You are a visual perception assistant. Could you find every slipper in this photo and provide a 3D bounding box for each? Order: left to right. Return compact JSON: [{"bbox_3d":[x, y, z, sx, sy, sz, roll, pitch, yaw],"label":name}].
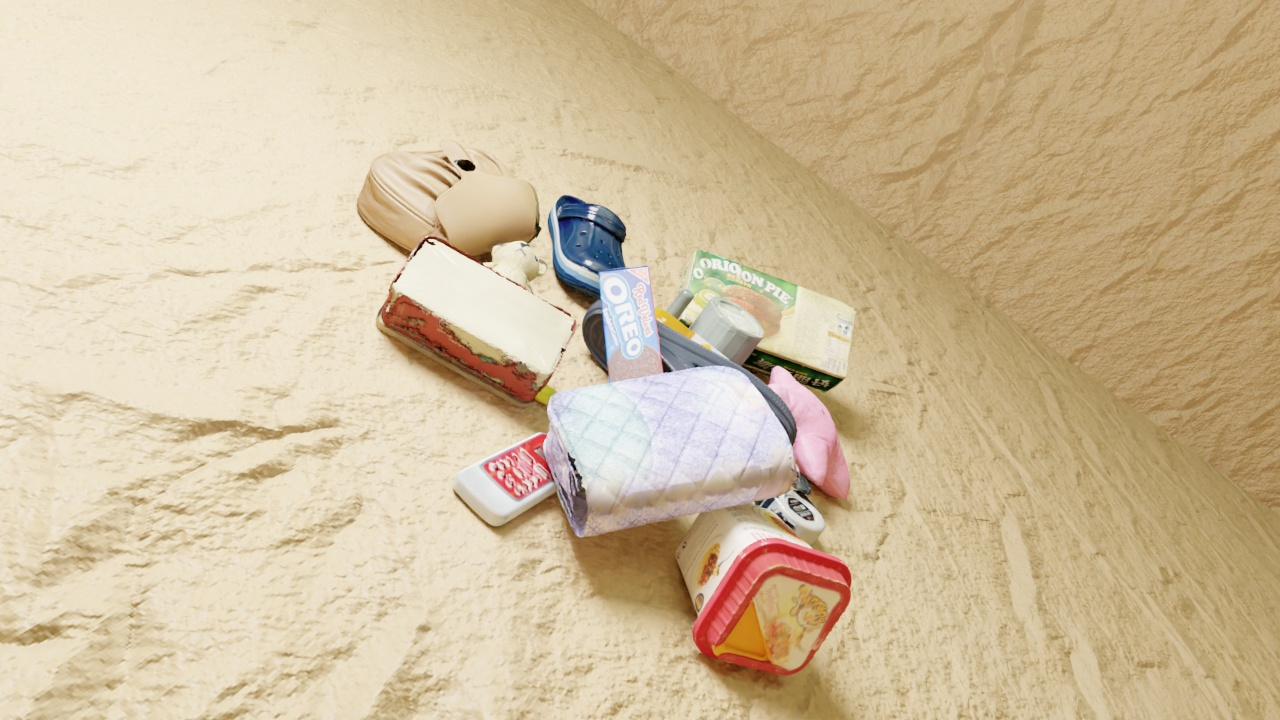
[{"bbox_3d":[-0.060,-0.162,1.213,0.105,0.095,0.252,21,25,-24],"label":"slipper"},{"bbox_3d":[0.037,0.038,0.989,0.268,0.111,0.083,34,49,7],"label":"slipper"}]

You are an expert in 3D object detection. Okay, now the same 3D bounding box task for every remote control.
[{"bbox_3d":[-0.101,0.097,0.777,0.056,0.020,0.135,42,25,13],"label":"remote control"}]

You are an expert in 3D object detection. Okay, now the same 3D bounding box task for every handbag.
[{"bbox_3d":[-0.210,-0.184,1.044,0.148,0.100,0.204,43,34,15],"label":"handbag"},{"bbox_3d":[0.021,0.076,0.782,0.193,0.076,0.134,-9,39,-19],"label":"handbag"}]

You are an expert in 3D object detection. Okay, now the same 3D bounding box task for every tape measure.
[{"bbox_3d":[0.160,0.167,0.971,0.065,0.034,0.066,13,30,-39],"label":"tape measure"}]

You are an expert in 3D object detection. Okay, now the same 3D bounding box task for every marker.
[{"bbox_3d":[-0.137,0.009,0.897,0.124,0.015,0.018,30,63,-8],"label":"marker"}]

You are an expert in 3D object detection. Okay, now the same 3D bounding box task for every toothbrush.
[{"bbox_3d":[0.150,0.103,1.060,0.016,0.014,0.189,7,22,-22],"label":"toothbrush"}]

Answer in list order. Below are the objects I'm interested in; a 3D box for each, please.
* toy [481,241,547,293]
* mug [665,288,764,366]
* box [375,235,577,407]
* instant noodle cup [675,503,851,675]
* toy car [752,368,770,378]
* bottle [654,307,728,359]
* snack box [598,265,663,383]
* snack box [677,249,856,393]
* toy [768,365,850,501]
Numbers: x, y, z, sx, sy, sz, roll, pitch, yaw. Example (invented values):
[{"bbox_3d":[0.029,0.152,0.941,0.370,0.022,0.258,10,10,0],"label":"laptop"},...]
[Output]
[{"bbox_3d":[-0.148,-0.072,0.969,0.105,0.066,0.156,25,42,-7],"label":"toy"},{"bbox_3d":[0.074,-0.023,1.119,0.124,0.104,0.083,27,26,-21],"label":"mug"},{"bbox_3d":[-0.150,-0.039,0.856,0.168,0.079,0.091,30,50,-9],"label":"box"},{"bbox_3d":[0.095,0.183,0.780,0.116,0.117,0.124,22,15,-26],"label":"instant noodle cup"},{"bbox_3d":[0.186,0.006,1.290,0.049,0.031,0.105,25,21,12],"label":"toy car"},{"bbox_3d":[0.046,-0.003,1.059,0.189,0.068,0.067,39,25,0],"label":"bottle"},{"bbox_3d":[-0.005,0.005,0.913,0.057,0.058,0.207,-7,61,0],"label":"snack box"},{"bbox_3d":[0.164,-0.051,1.224,0.240,0.063,0.114,18,63,-10],"label":"snack box"},{"bbox_3d":[0.202,0.092,1.107,0.178,0.075,0.194,61,13,0],"label":"toy"}]
